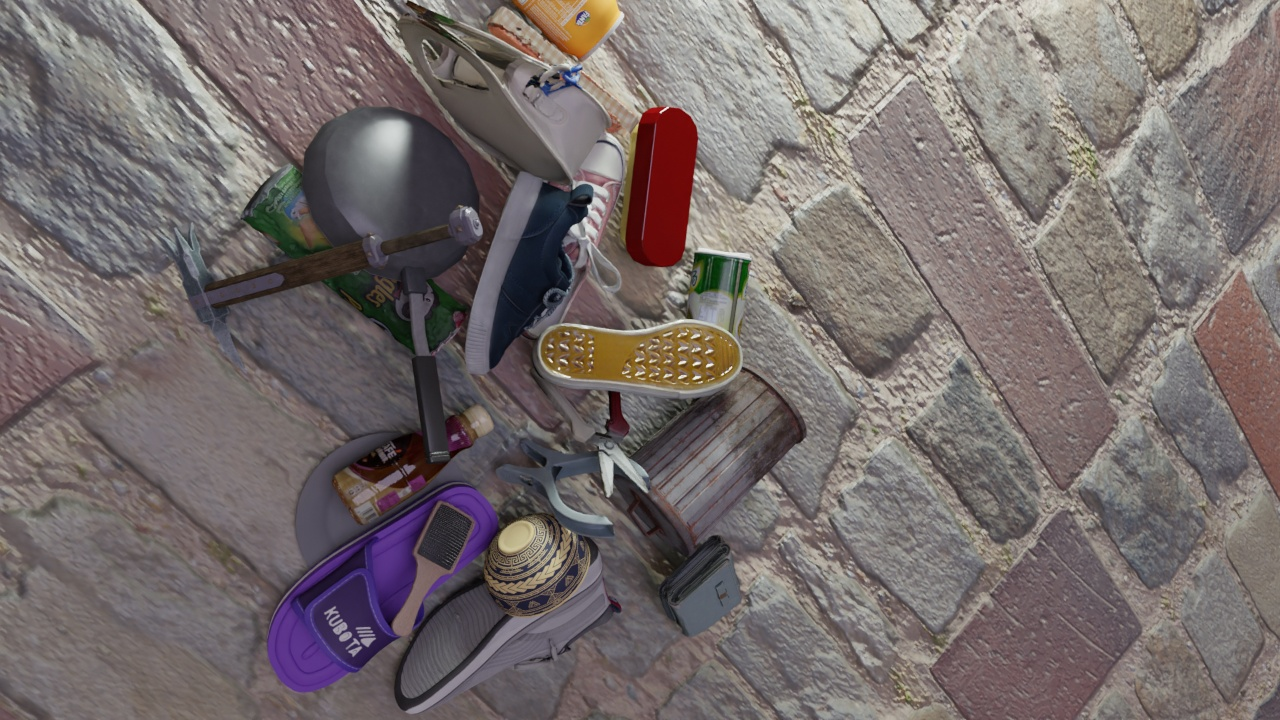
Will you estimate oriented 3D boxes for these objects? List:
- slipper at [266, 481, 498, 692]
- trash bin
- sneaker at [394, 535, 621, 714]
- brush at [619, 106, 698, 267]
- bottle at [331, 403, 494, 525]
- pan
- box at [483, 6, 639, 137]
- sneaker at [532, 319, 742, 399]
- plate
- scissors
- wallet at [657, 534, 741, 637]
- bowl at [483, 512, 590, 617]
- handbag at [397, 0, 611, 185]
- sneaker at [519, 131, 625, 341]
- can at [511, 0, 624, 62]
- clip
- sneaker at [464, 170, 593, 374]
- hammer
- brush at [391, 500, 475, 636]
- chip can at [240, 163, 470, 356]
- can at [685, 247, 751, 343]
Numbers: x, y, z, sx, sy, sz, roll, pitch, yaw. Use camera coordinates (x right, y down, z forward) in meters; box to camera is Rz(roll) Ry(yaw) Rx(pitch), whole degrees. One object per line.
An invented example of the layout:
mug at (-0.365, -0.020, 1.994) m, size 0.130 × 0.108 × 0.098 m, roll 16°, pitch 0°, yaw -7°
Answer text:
slipper at (-0.255, 0.231, 0.923) m, size 0.266 × 0.084 × 0.107 m, roll -38°, pitch 110°, yaw -15°
trash bin at (0.072, 0.115, 1.045) m, size 0.210 × 0.131 × 0.131 m, roll -41°, pitch 110°, yaw -16°
sneaker at (-0.140, 0.303, 1.001) m, size 0.263 × 0.097 × 0.129 m, roll -34°, pitch 127°, yaw -9°
brush at (0.017, -0.191, 1.017) m, size 0.082 × 0.042 × 0.173 m, roll 1°, pitch 97°, yaw -53°
bottle at (-0.226, 0.099, 0.932) m, size 0.165 × 0.060 × 0.059 m, roll -32°, pitch 108°, yaw -17°
pan at (-0.213, -0.080, 0.863) m, size 0.178 × 0.041 × 0.357 m, roll -1°, pitch 75°, yaw -41°
box at (-0.081, -0.298, 0.957) m, size 0.187 × 0.083 × 0.043 m, roll 36°, pitch 88°, yaw -25°
sneaker at (-0.006, 0.006, 0.994) m, size 0.235 × 0.079 × 0.087 m, roll 1°, pitch 73°, yaw -19°
plate at (-0.268, 0.163, 0.964) m, size 0.178 × 0.012 × 0.178 m, roll -3°, pitch 98°, yaw -24°
scissors at (-0.049, 0.062, 0.983) m, size 0.179 × 0.015 × 0.192 m, roll 25°, pitch 41°, yaw 8°
wallet at (0.073, 0.265, 1.072) m, size 0.100 × 0.054 × 0.132 m, roll -44°, pitch 148°, yaw -14°
bowl at (-0.115, 0.200, 0.946) m, size 0.112 × 0.112 × 0.061 m, roll -39°, pitch 128°, yaw -15°
handbag at (-0.133, -0.268, 0.864) m, size 0.093 × 0.201 × 0.199 m, roll -55°, pitch 135°, yaw -6°
sneaker at (-0.074, -0.133, 0.971) m, size 0.118 × 0.088 × 0.241 m, roll 20°, pitch 89°, yaw -25°
can at (-0.090, -0.382, 0.937) m, size 0.142 × 0.079 × 0.079 m, roll 41°, pitch 80°, yaw -23°
clip at (-0.057, 0.112, 0.981) m, size 0.141 × 0.172 × 0.029 m, roll -40°, pitch 139°, yaw -32°
sneaker at (-0.112, -0.077, 0.902) m, size 0.087 × 0.089 × 0.236 m, roll 18°, pitch 127°, yaw -10°
hammer at (-0.275, -0.081, 0.810) m, size 0.317 × 0.028 × 0.147 m, roll -11°, pitch 107°, yaw 23°
brush at (-0.208, 0.208, 0.909) m, size 0.050 × 0.015 × 0.135 m, roll 38°, pitch 60°, yaw -28°
chip can at (-0.276, -0.094, 0.895) m, size 0.223 × 0.075 × 0.075 m, roll 41°, pitch 80°, yaw -23°
can at (0.088, -0.066, 1.062) m, size 0.067 × 0.067 × 0.121 m, roll 6°, pitch 95°, yaw -25°
